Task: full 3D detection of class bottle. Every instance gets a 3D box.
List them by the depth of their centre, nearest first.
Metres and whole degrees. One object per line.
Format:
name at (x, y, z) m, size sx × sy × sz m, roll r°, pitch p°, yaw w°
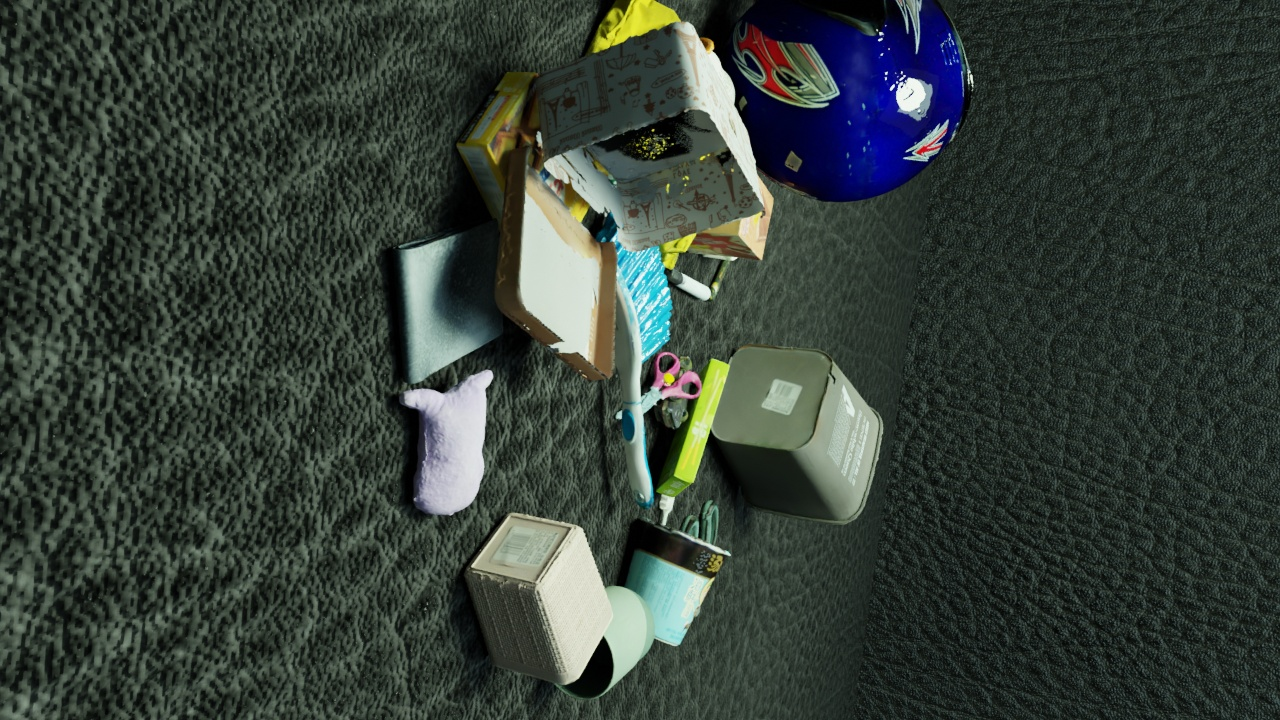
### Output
bottle at (0.070, -0.290, 0.986) m, size 0.108 × 0.063 × 0.063 m, roll 72°, pitch 36°, yaw -47°

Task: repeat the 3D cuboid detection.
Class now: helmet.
helmet at (0.209, -0.327, 1.067) m, size 0.248 × 0.240 × 0.315 m, roll 91°, pitch -22°, yaw -50°

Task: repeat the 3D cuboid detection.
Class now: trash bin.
trash bin at (0.219, 0.098, 1.310) m, size 0.220 × 0.199 × 0.198 m, roll 51°, pitch 52°, yaw -52°

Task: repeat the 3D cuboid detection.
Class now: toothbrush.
toothbrush at (0.016, 0.247, 1.113) m, size 0.016 × 0.016 × 0.180 m, roll 24°, pitch 76°, yaw -57°
toothbrush at (0.123, -0.147, 1.210) m, size 0.185 × 0.017 × 0.012 m, roll -65°, pitch 147°, yaw -32°

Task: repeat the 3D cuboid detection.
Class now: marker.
marker at (0.055, -0.092, 1.080) m, size 0.130 × 0.018 × 0.022 m, roll 15°, pitch 75°, yaw -65°

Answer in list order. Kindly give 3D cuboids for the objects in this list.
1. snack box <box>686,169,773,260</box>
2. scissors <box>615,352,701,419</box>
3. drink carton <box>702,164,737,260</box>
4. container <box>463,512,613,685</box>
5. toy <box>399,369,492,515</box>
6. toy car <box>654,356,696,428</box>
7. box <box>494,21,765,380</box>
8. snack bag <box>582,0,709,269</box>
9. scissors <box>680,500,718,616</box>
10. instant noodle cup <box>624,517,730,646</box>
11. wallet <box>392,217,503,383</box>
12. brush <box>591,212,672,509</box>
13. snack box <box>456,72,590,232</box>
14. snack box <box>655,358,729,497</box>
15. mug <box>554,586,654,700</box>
snack box at (0.089, -0.166, 1.034) m, size 0.094 × 0.093 × 0.077 m, roll 26°, pitch 75°, yaw -65°
scissors at (0.022, 0.043, 1.010) m, size 0.136 × 0.072 × 0.017 m, roll -48°, pitch 178°, yaw -45°
drink carton at (0.104, -0.187, 1.119) m, size 0.053 × 0.045 × 0.122 m, roll -33°, pitch 129°, yaw -66°
container at (-0.087, 0.198, 0.782) m, size 0.090 × 0.090 × 0.111 m, roll -54°, pitch 141°, yaw -46°
toy at (-0.142, 0.065, 0.674) m, size 0.083 × 0.039 × 0.108 m, roll -12°, pitch 115°, yaw -49°
toy car at (0.042, 0.035, 1.073) m, size 0.042 × 0.035 × 0.090 m, roll 74°, pitch 28°, yaw -46°
box at (0.005, -0.115, 0.704) m, size 0.180 × 0.158 × 0.217 m, roll 43°, pitch 46°, yaw -62°
snack bag at (0.014, -0.220, 0.885) m, size 0.246 × 0.068 × 0.157 m, roll 56°, pitch 48°, yaw -55°
scissors at (0.084, 0.274, 1.269) m, size 0.160 × 0.019 × 0.179 m, roll -45°, pitch 136°, yaw -54°
instant noodle cup at (0.030, 0.256, 1.050) m, size 0.120 × 0.111 × 0.111 m, roll -68°, pitch 154°, yaw -10°
wallet at (-0.138, -0.047, 0.672) m, size 0.120 × 0.019 × 0.097 m, roll -37°, pitch 133°, yaw -59°
brush at (-0.005, 0.005, 0.922) m, size 0.109 × 0.061 × 0.315 m, roll -51°, pitch 138°, yaw -39°
snack box at (-0.088, -0.144, 0.727) m, size 0.140 × 0.034 × 0.086 m, roll 70°, pitch 37°, yaw -50°
snack box at (0.062, 0.082, 1.097) m, size 0.086 × 0.026 × 0.156 m, roll 122°, pitch -11°, yaw -65°
mug at (-0.044, 0.266, 0.922) m, size 0.106 × 0.082 × 0.111 m, roll -14°, pitch 79°, yaw -64°
